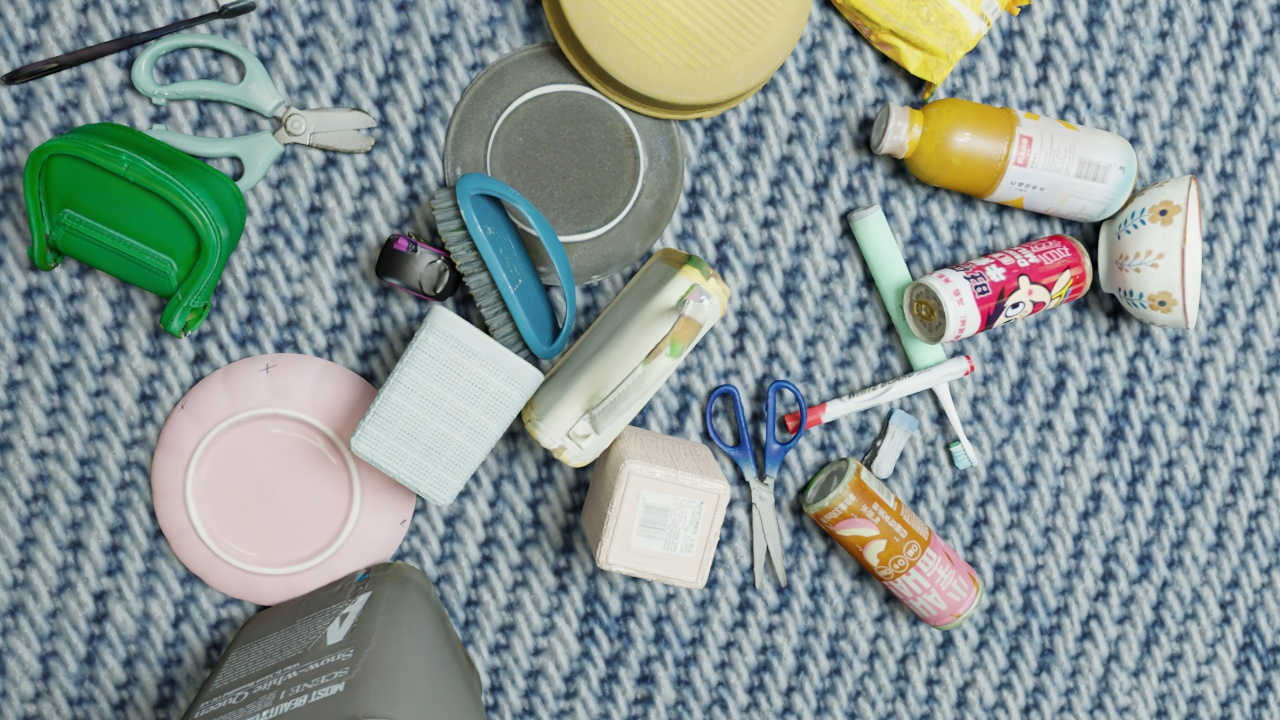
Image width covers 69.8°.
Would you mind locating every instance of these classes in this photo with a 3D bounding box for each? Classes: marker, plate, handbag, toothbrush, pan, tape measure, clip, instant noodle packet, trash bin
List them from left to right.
[{"bbox_3d":[-0.357,-0.225,0.639,0.181,0.015,0.018,-21,92,-4],"label":"toothbrush"},{"bbox_3d":[-0.344,-0.089,0.622,0.131,0.067,0.120,25,114,-9],"label":"handbag"},{"bbox_3d":[-0.262,0.092,0.670,0.192,0.039,0.192,-1,96,-5],"label":"plate"},{"bbox_3d":[-0.192,0.262,0.591,0.199,0.219,0.199,-21,110,-3],"label":"trash bin"},{"bbox_3d":[-0.157,-0.068,0.653,0.058,0.057,0.039,23,93,3],"label":"tape measure"},{"bbox_3d":[-0.055,-0.144,0.672,0.179,0.024,0.179,-1,97,-5],"label":"plate"},{"bbox_3d":[-0.038,-0.320,0.643,0.357,0.078,0.197,36,85,-14],"label":"pan"},{"bbox_3d":[-0.004,0.004,0.616,0.063,0.179,0.163,41,91,-12],"label":"handbag"},{"bbox_3d":[0.181,0.026,0.700,0.145,0.017,0.017,-20,98,10],"label":"marker"},{"bbox_3d":[0.196,0.066,0.721,0.025,0.032,0.057,32,89,-10],"label":"clip"},{"bbox_3d":[0.216,-0.016,0.710,0.027,0.026,0.224,-23,99,22],"label":"toothbrush"},{"bbox_3d":[0.207,-0.271,0.673,0.128,0.044,0.111,43,97,-5],"label":"instant noodle packet"}]

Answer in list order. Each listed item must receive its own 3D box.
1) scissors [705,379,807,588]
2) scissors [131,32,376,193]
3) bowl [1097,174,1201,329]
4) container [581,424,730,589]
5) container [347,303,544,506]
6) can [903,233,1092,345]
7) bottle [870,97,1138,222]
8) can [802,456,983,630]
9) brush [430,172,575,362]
[{"bbox_3d":[0.104,0.094,0.709,0.133,0.012,0.172,-34,94,16],"label":"scissors"},{"bbox_3d":[-0.274,-0.155,0.654,0.180,0.019,0.143,14,94,-8],"label":"scissors"},{"bbox_3d":[0.384,-0.080,0.692,0.062,0.113,0.113,2,98,38],"label":"bowl"},{"bbox_3d":[0.011,0.105,0.661,0.090,0.111,0.090,15,94,-7],"label":"container"},{"bbox_3d":[-0.138,0.036,0.636,0.090,0.090,0.111,34,76,-9],"label":"container"},{"bbox_3d":[0.265,-0.053,0.682,0.132,0.053,0.053,-17,98,-17],"label":"can"},{"bbox_3d":[0.266,-0.152,0.679,0.189,0.068,0.068,11,95,-6],"label":"bottle"},{"bbox_3d":[0.194,0.141,0.709,0.147,0.058,0.058,43,91,-8],"label":"can"},{"bbox_3d":[-0.087,-0.066,0.645,0.074,0.055,0.144,-17,111,20],"label":"brush"}]
